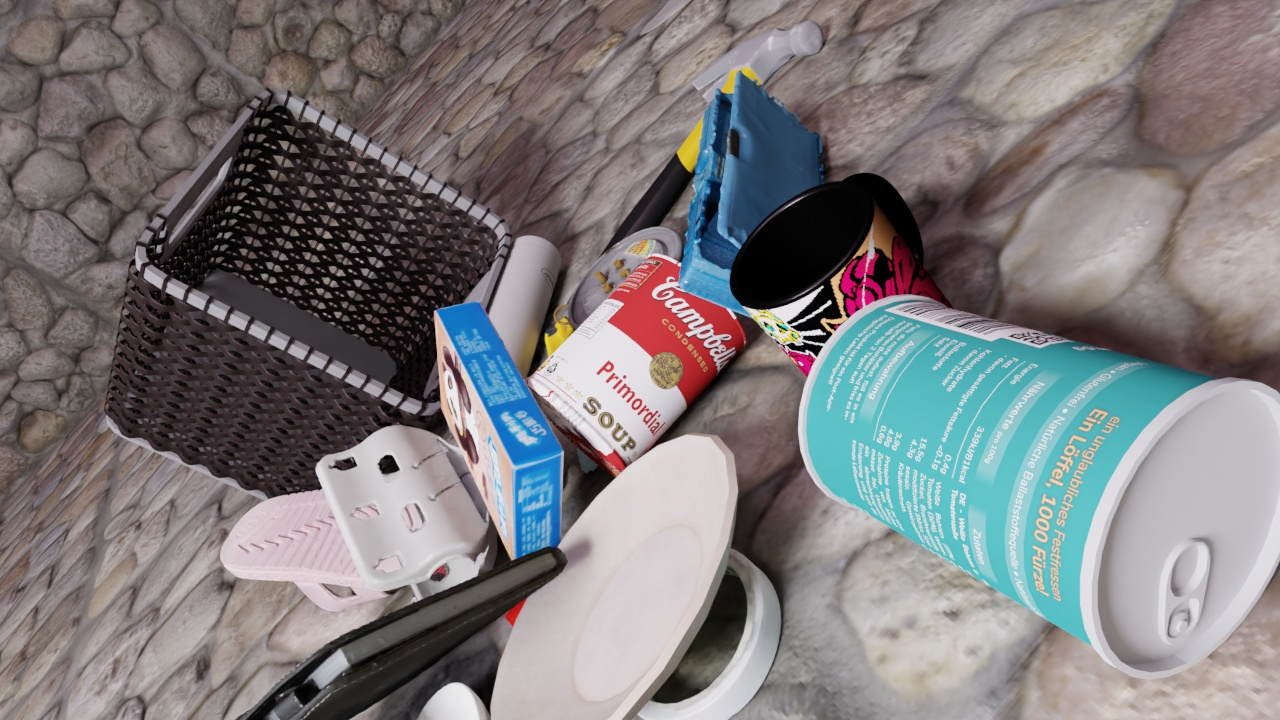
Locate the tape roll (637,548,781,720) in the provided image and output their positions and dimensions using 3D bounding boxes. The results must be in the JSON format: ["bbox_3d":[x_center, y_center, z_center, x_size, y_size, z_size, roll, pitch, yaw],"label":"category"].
[{"bbox_3d":[0.027,0.137,0.458,0.094,0.018,0.093,-33,32,23],"label":"tape roll"}]

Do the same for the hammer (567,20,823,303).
[{"bbox_3d":[0.035,-0.171,0.815,0.323,0.029,0.127,-55,30,-13],"label":"hammer"}]

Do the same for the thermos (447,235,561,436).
[{"bbox_3d":[-0.115,-0.020,0.797,0.052,0.052,0.223,-26,35,32],"label":"thermos"}]

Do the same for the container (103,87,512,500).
[{"bbox_3d":[-0.300,-0.034,0.821,0.244,0.245,0.246,-44,25,40],"label":"container"}]

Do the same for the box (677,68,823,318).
[{"bbox_3d":[0.082,-0.114,0.602,0.230,0.093,0.054,-78,11,-50],"label":"box"}]

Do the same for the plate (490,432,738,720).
[{"bbox_3d":[-0.008,0.121,0.464,0.189,0.027,0.188,-47,17,19],"label":"plate"}]

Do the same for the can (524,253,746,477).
[{"bbox_3d":[-0.003,0.004,0.579,0.116,0.086,0.087,-46,29,-13],"label":"can"}]

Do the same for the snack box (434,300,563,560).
[{"bbox_3d":[-0.090,0.041,0.573,0.034,0.087,0.151,-15,44,-22],"label":"snack box"}]

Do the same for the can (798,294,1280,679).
[{"bbox_3d":[0.143,0.037,0.347,0.099,0.099,0.144,-50,30,-6],"label":"can"}]

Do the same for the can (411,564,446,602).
[{"bbox_3d":[-0.130,0.138,0.644,0.032,0.031,0.080,-18,40,41],"label":"can"}]

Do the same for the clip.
[{"bbox_3d":[-0.131,0.102,0.628,0.126,0.152,0.099,50,139,38],"label":"clip"}]

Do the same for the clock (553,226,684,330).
[{"bbox_3d":[-0.013,-0.048,0.697,0.148,0.056,0.103,-12,44,42],"label":"clock"}]

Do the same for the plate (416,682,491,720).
[{"bbox_3d":[-0.101,0.228,0.490,0.105,0.026,0.104,-40,36,38],"label":"plate"}]

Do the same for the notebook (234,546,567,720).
[{"bbox_3d":[-0.155,0.176,0.503,0.210,0.029,0.169,-44,-17,32],"label":"notebook"}]

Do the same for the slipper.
[{"bbox_3d":[-0.235,0.150,0.736,0.240,0.064,0.094,-7,43,31],"label":"slipper"}]

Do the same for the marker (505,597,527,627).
[{"bbox_3d":[-0.026,0.107,0.559,0.145,0.021,0.023,-47,13,-1],"label":"marker"}]

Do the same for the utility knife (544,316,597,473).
[{"bbox_3d":[-0.052,0.021,0.708,0.030,0.019,0.217,-48,31,16],"label":"utility knife"}]

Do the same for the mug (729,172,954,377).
[{"bbox_3d":[0.115,-0.043,0.482,0.082,0.098,0.117,-6,48,49],"label":"mug"}]
